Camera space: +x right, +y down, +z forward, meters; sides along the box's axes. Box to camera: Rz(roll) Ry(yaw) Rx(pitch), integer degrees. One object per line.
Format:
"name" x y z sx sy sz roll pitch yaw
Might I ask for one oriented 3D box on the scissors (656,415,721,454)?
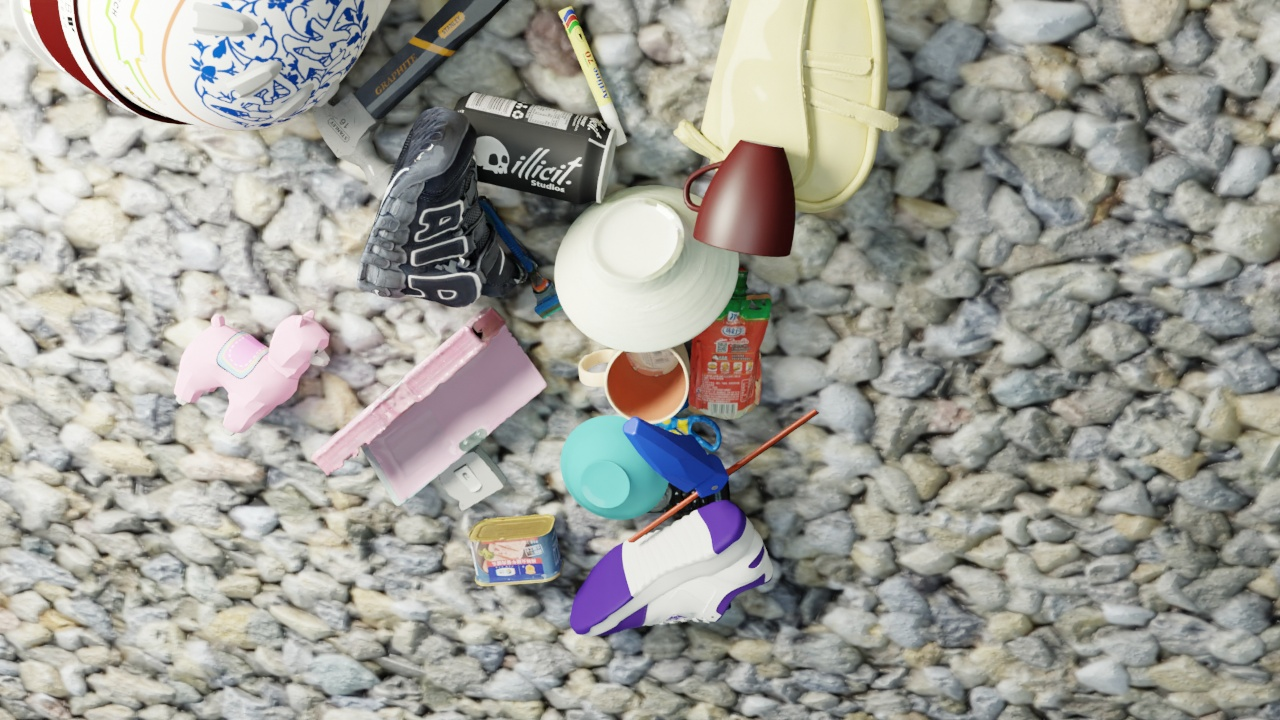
"scissors" 0.028 0.062 0.966 0.126 0.023 0.061 39 112 -5

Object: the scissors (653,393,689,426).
"scissors" 0.011 0.070 0.987 0.130 0.014 0.116 11 114 5

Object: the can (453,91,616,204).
"can" -0.101 -0.198 0.859 0.146 0.080 0.080 13 110 1

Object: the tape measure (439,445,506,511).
"tape measure" -0.190 0.130 1.019 0.060 0.020 0.062 -31 105 15

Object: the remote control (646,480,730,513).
"remote control" 0.027 0.144 1.007 0.140 0.021 0.045 -5 107 11

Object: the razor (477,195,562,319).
"razor" -0.122 -0.108 0.928 0.044 0.018 0.141 -25 105 38

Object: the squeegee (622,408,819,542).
"squeegee" 0.042 0.099 0.903 0.250 0.055 0.184 -37 138 15

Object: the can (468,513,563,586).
"can" -0.140 0.212 1.028 0.100 0.053 0.059 -6 108 7

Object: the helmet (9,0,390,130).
"helmet" -0.345 -0.305 0.750 0.315 0.231 0.236 -40 74 9

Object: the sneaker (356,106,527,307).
"sneaker" -0.167 -0.117 0.849 0.150 0.097 0.253 21 149 -18

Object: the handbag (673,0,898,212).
"handbag" 0.137 -0.255 0.818 0.191 0.088 0.233 13 111 3

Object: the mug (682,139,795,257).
"mug" 0.085 -0.147 0.800 0.114 0.086 0.088 22 111 34

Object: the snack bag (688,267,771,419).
"snack bag" 0.092 -0.018 0.928 0.087 0.044 0.155 -4 113 -20

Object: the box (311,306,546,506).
"box" -0.213 0.061 0.958 0.233 0.099 0.112 -38 98 15

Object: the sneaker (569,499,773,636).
"sneaker" 0.040 0.250 1.016 0.245 0.091 0.111 -33 120 22

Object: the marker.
"marker" -0.044 -0.266 0.866 0.014 0.014 0.132 -21 107 12

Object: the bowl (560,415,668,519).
"bowl" -0.033 0.123 0.976 0.121 0.046 0.121 3 106 11

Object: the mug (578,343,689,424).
"mug" -0.005 0.005 0.914 0.111 0.104 0.085 -2 109 7

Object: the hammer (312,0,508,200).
"hammer" -0.178 -0.299 0.856 0.313 0.035 0.139 -36 101 15

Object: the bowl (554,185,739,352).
"bowl" 0.001 -0.099 0.848 0.177 0.058 0.176 -3 69 8

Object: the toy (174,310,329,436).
"toy" -0.406 0.001 0.967 0.123 0.067 0.158 38 104 -8
